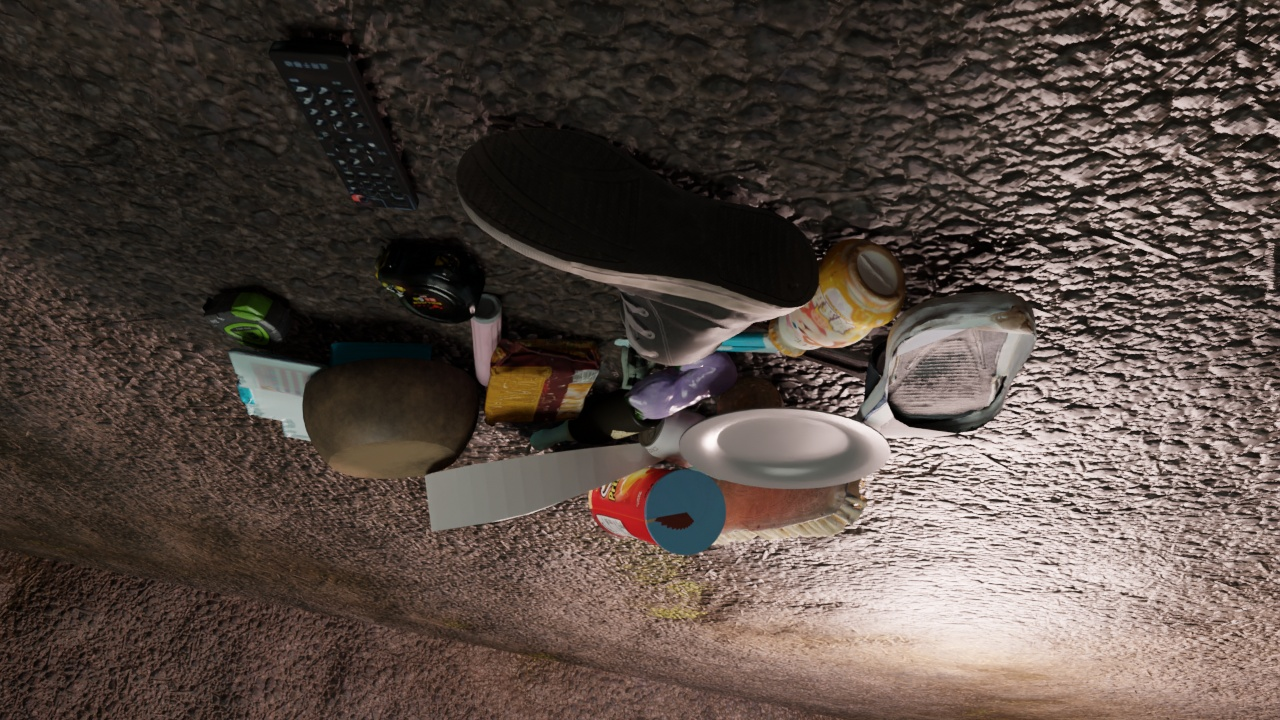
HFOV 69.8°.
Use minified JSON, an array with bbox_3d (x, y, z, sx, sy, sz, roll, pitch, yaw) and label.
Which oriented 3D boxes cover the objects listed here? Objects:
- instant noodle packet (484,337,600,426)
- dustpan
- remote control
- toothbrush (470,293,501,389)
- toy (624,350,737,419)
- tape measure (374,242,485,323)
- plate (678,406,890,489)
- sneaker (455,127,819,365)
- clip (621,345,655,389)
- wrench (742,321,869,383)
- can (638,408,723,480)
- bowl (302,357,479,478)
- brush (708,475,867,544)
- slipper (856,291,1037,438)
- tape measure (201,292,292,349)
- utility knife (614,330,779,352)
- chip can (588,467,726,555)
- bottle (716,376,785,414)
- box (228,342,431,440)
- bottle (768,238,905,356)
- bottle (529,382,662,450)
[{"bbox_3d":[-0.092,0.020,0.836,0.098,0.039,0.136,-5,156,-15],"label":"instant noodle packet"},{"bbox_3d":[-0.093,0.128,0.938,0.192,0.053,0.257,-16,169,41],"label":"dustpan"},{"bbox_3d":[-0.179,-0.145,0.573,0.047,0.022,0.150,6,156,5],"label":"remote control"},{"bbox_3d":[-0.140,0.002,0.850,0.026,0.027,0.223,7,155,-4],"label":"toothbrush"},{"bbox_3d":[0.034,0.019,0.793,0.100,0.036,0.080,-22,154,5],"label":"toy"},{"bbox_3d":[-0.158,-0.061,0.713,0.071,0.042,0.072,0,148,16],"label":"tape measure"},{"bbox_3d":[0.122,0.074,0.790,0.178,0.012,0.179,4,153,2],"label":"plate"},{"bbox_3d":[-0.014,-0.067,0.603,0.234,0.095,0.120,12,155,-22],"label":"sneaker"},{"bbox_3d":[-0.003,0.005,0.816,0.037,0.023,0.075,9,156,-2],"label":"clip"},{"bbox_3d":[0.117,-0.015,0.748,0.273,0.010,0.070,16,153,-14],"label":"wrench"},{"bbox_3d":[0.052,0.080,0.910,0.101,0.054,0.055,22,151,-25],"label":"can"},{"bbox_3d":[-0.232,0.061,0.861,0.162,0.070,0.162,-6,157,-3],"label":"bowl"},{"bbox_3d":[0.123,0.156,1.009,0.056,0.083,0.272,29,147,-36],"label":"brush"},{"bbox_3d":[0.220,0.001,0.681,0.111,0.063,0.264,-4,160,8],"label":"slipper"},{"bbox_3d":[-0.347,-0.038,0.826,0.066,0.035,0.059,-3,143,21],"label":"tape measure"},{"bbox_3d":[0.043,-0.015,0.746,0.141,0.015,0.022,0,149,25],"label":"utility knife"},{"bbox_3d":[0.012,0.152,0.967,0.087,0.087,0.214,17,171,-15],"label":"chip can"},{"bbox_3d":[0.119,0.075,0.873,0.059,0.059,0.167,-1,152,20],"label":"bottle"},{"bbox_3d":[-0.309,0.039,0.923,0.181,0.039,0.227,2,157,-17],"label":"box"},{"bbox_3d":[0.132,-0.038,0.637,0.063,0.063,0.109,18,153,-17],"label":"bottle"},{"bbox_3d":[-0.053,0.065,0.924,0.045,0.045,0.185,27,149,-32],"label":"bottle"}]
